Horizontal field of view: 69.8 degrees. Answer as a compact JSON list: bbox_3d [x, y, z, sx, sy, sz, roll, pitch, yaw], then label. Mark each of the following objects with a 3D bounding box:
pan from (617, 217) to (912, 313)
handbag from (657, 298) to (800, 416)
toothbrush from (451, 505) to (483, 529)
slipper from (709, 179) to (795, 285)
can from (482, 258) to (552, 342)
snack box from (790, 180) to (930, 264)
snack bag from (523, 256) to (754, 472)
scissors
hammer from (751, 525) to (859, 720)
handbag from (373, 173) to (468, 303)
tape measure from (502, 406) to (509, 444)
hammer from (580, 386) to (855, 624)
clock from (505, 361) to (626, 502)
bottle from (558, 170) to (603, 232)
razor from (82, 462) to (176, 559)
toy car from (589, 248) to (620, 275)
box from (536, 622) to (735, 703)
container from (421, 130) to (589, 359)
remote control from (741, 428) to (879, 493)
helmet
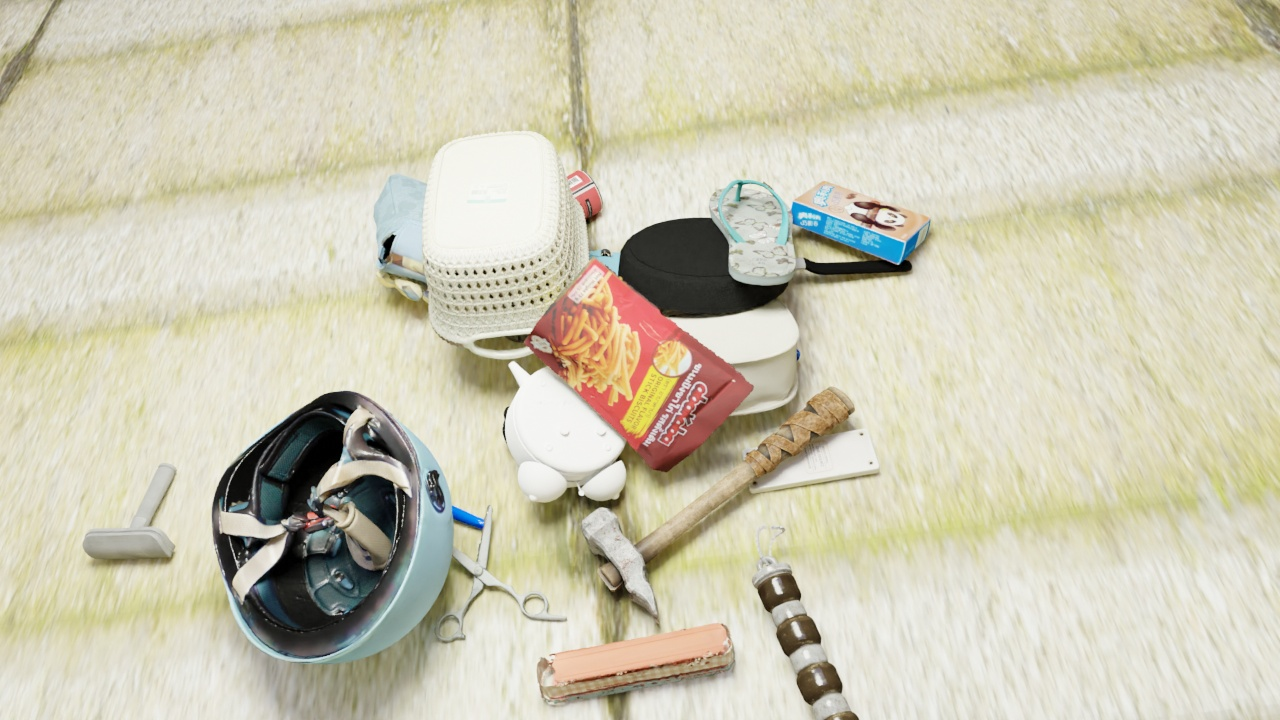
[{"bbox_3d":[0.150,-0.121,1.092,0.355,0.044,0.203,-3,30,-4],"label":"pan"},{"bbox_3d":[0.079,-0.013,1.037,0.201,0.093,0.199,-5,32,4],"label":"handbag"},{"bbox_3d":[-0.237,0.147,0.993,0.183,0.016,0.018,18,52,20],"label":"toothbrush"},{"bbox_3d":[0.138,-0.166,1.073,0.098,0.055,0.268,1,32,-3],"label":"slipper"},{"bbox_3d":[-0.141,-0.079,1.112,0.090,0.075,0.089,-4,53,5],"label":"can"},{"bbox_3d":[0.270,-0.173,1.134,0.151,0.034,0.087,26,39,25],"label":"snack box"},{"bbox_3d":[-0.006,0.005,0.930,0.208,0.066,0.139,41,107,-1],"label":"snack bag"},{"bbox_3d":[-0.149,0.222,0.921,0.175,0.014,0.141,20,65,16],"label":"scissors"},{"bbox_3d":[0.157,0.287,0.790,0.177,0.080,0.326,-18,53,-6],"label":"hammer"},{"bbox_3d":[-0.286,-0.147,1.167,0.121,0.119,0.191,15,33,-31],"label":"handbag"},{"bbox_3d":[-0.122,0.076,1.015,0.062,0.034,0.061,-7,61,6],"label":"tape measure"},{"bbox_3d":[0.091,0.128,0.933,0.318,0.049,0.121,-35,59,-15],"label":"hammer"},{"bbox_3d":[-0.075,0.068,0.966,0.125,0.073,0.160,2,64,-21],"label":"clock"},{"bbox_3d":[-0.137,-0.182,1.198,0.176,0.062,0.062,-33,56,-16],"label":"bottle"},{"bbox_3d":[-0.543,0.163,1.012,0.088,0.047,0.116,-3,45,6],"label":"razor"},{"bbox_3d":[-0.014,-0.107,1.146,0.107,0.028,0.060,6,47,-7],"label":"toy car"},{"bbox_3d":[-0.006,0.276,0.844,0.187,0.056,0.059,-12,84,1],"label":"box"},{"bbox_3d":[-0.154,-0.140,1.022,0.184,0.143,0.245,-7,52,1],"label":"container"},{"bbox_3d":[0.178,0.106,0.966,0.136,0.011,0.050,-10,52,3],"label":"remote control"},{"bbox_3d":[-0.274,0.168,0.880,0.225,0.167,0.265,-32,52,7],"label":"helmet"}]
